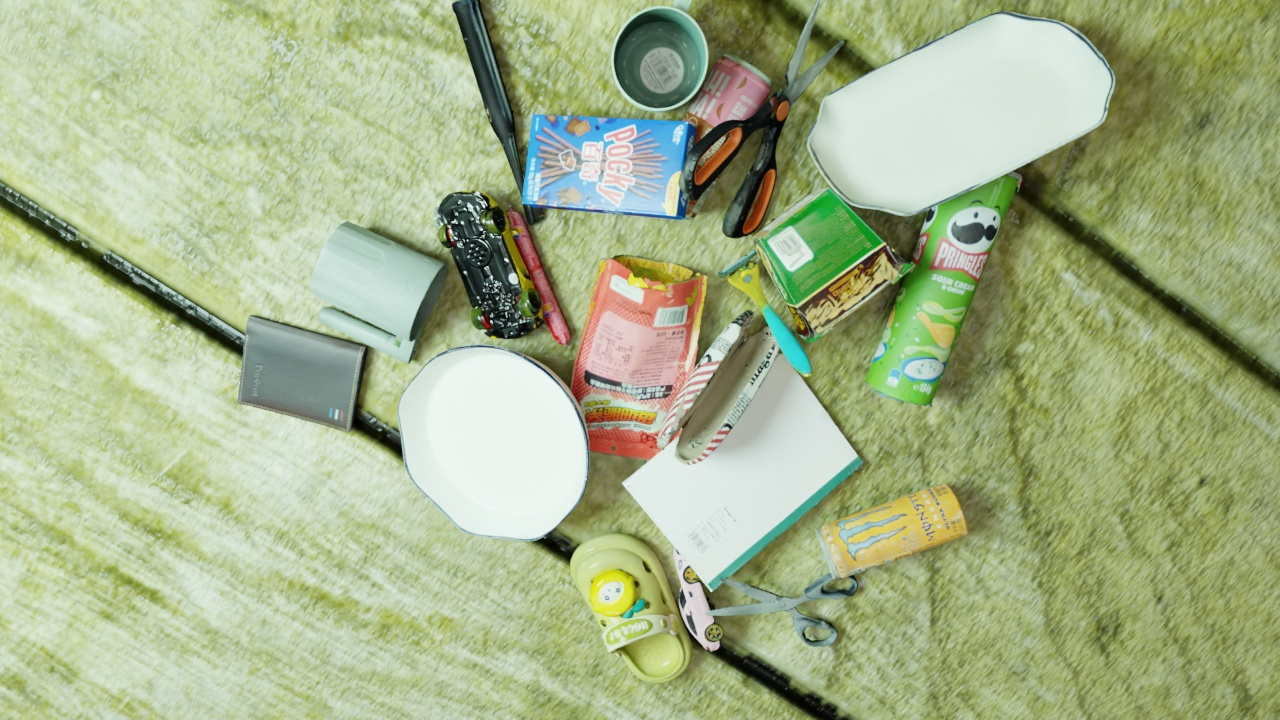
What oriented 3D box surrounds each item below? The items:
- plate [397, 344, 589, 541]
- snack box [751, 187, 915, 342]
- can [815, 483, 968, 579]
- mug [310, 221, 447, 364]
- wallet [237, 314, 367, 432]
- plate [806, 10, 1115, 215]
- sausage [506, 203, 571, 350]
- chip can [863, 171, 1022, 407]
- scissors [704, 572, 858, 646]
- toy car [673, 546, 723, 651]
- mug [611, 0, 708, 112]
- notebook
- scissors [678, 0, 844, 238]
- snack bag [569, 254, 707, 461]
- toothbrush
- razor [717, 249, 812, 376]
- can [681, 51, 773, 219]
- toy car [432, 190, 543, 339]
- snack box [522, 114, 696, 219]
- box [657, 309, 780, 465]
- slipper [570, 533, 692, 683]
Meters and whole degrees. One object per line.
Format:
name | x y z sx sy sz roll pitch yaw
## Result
plate | -0.141 0.079 0.913 0.205 0.045 0.205 5 108 15
snack box | 0.166 -0.096 0.855 0.118 0.117 0.105 -38 96 6
can | 0.260 0.177 0.952 0.146 0.058 0.058 -21 103 5
mug | -0.257 -0.062 0.890 0.103 0.083 0.124 25 128 -5
wallet | -0.345 0.014 0.935 0.122 0.020 0.096 15 104 -1
plate | 0.283 -0.215 0.823 0.265 0.034 0.162 -27 61 -1
sausage | -0.102 -0.081 0.908 0.020 0.020 0.156 -20 103 5
chip can | 0.287 -0.073 0.880 0.072 0.072 0.236 16 104 -4
scissors | 0.156 0.258 0.973 0.172 0.014 0.159 -30 116 -5
toy car | 0.057 0.251 0.974 0.037 0.056 0.122 -20 103 -2
mug | 0.021 -0.276 0.811 0.082 0.106 0.112 21 104 -4
notebook | 0.107 0.114 0.934 0.209 0.012 0.150 -39 100 -5
scissors | 0.112 -0.209 0.839 0.220 0.022 0.224 -35 142 -30
snack bag | -0.005 0.005 0.909 0.128 0.073 0.208 7 111 -10
toothbrush | -0.131 -0.231 0.867 0.027 0.026 0.213 -25 108 -27
razor | 0.124 -0.040 0.865 0.043 0.028 0.132 -33 77 4
can | 0.062 -0.207 0.854 0.058 0.058 0.147 30 102 -7
toy car | -0.144 -0.092 0.888 0.071 0.041 0.156 -14 108 25
snack box | -0.031 -0.179 0.843 0.157 0.026 0.084 8 93 20
box | 0.083 0.032 0.892 0.079 0.074 0.163 32 76 3
slipper | -0.004 0.272 0.968 0.092 0.081 0.190 -26 105 4
